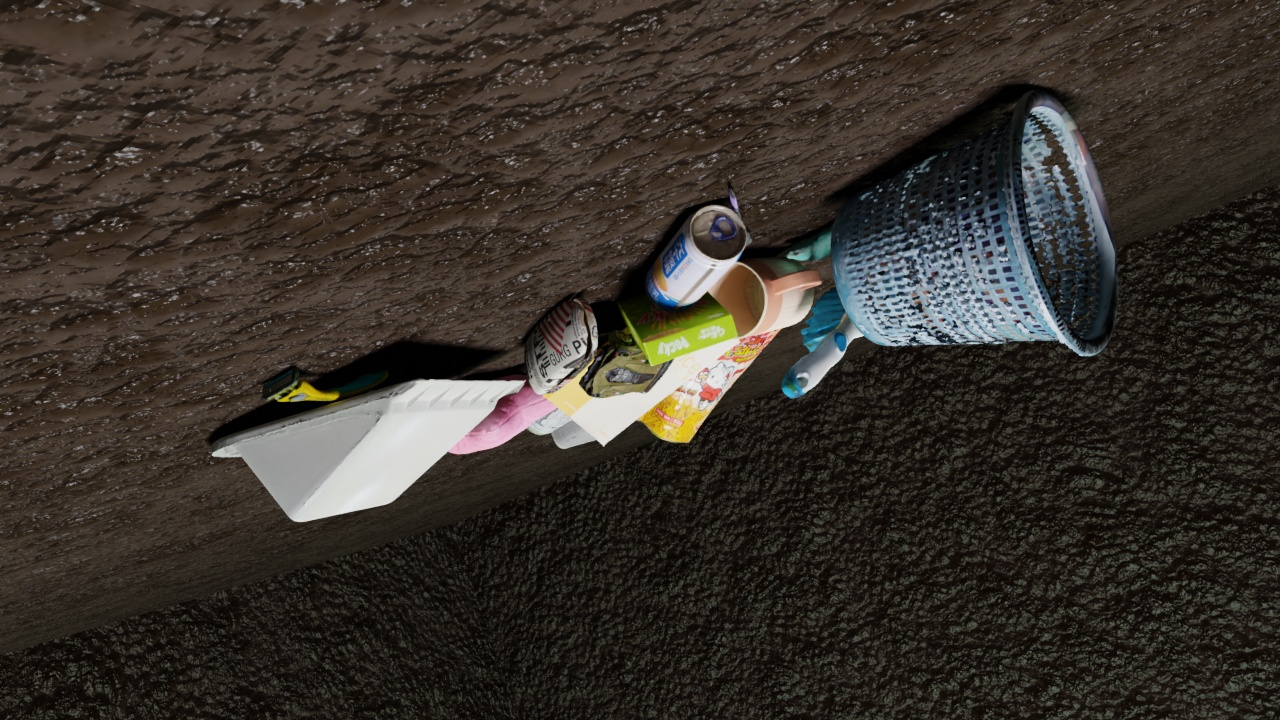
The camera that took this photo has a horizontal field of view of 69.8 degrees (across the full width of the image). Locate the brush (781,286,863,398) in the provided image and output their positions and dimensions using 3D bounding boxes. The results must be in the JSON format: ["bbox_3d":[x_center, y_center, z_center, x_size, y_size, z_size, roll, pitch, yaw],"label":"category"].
[{"bbox_3d":[0.200,-0.031,0.921,0.313,0.060,0.110,-32,-171,-37],"label":"brush"}]

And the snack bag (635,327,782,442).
[{"bbox_3d":[0.086,0.006,1.131,0.128,0.073,0.208,14,123,-39],"label":"snack bag"}]

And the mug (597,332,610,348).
[{"bbox_3d":[-0.015,0.002,1.123,0.112,0.082,0.106,-41,167,9],"label":"mug"}]

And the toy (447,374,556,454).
[{"bbox_3d":[-0.172,0.062,1.073,0.194,0.074,0.178,-22,-165,-9],"label":"toy"}]

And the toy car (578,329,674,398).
[{"bbox_3d":[-0.006,0.006,0.962,0.157,0.042,0.070,-5,134,-58],"label":"toy car"}]

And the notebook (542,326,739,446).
[{"bbox_3d":[0.005,0.006,1.034,0.206,0.010,0.146,-37,143,5],"label":"notebook"}]

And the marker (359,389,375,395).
[{"bbox_3d":[-0.266,0.042,0.974,0.017,0.017,0.146,-21,171,5],"label":"marker"}]

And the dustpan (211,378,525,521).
[{"bbox_3d":[-0.289,0.058,0.923,0.258,0.142,0.222,-45,167,12],"label":"dustpan"}]

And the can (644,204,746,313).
[{"bbox_3d":[0.046,-0.085,0.792,0.053,0.053,0.135,-18,171,-18],"label":"can"}]

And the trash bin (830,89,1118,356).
[{"bbox_3d":[0.291,-0.103,0.830,0.196,0.226,0.226,-11,180,43],"label":"trash bin"}]

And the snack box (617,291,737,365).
[{"bbox_3d":[0.032,-0.041,0.890,0.086,0.026,0.156,-19,-160,-3],"label":"snack box"}]

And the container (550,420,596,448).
[{"bbox_3d":[-0.069,0.059,1.306,0.090,0.090,0.115,-13,165,-46],"label":"container"}]

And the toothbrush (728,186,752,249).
[{"bbox_3d":[0.086,-0.122,0.794,0.017,0.014,0.189,-29,170,5],"label":"toothbrush"}]

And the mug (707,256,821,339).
[{"bbox_3d":[0.137,-0.073,0.973,0.115,0.081,0.105,-19,176,40],"label":"mug"}]

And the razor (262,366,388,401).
[{"bbox_3d":[-0.270,0.021,0.816,0.043,0.028,0.132,-29,171,24],"label":"razor"}]

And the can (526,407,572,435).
[{"bbox_3d":[-0.097,0.050,1.233,0.147,0.058,0.058,-30,167,39],"label":"can"}]

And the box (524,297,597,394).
[{"bbox_3d":[-0.086,-0.011,0.916,0.055,0.070,0.165,9,157,-20],"label":"box"}]

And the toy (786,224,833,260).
[{"bbox_3d":[0.211,-0.132,0.974,0.092,0.030,0.096,-25,176,39],"label":"toy"}]
